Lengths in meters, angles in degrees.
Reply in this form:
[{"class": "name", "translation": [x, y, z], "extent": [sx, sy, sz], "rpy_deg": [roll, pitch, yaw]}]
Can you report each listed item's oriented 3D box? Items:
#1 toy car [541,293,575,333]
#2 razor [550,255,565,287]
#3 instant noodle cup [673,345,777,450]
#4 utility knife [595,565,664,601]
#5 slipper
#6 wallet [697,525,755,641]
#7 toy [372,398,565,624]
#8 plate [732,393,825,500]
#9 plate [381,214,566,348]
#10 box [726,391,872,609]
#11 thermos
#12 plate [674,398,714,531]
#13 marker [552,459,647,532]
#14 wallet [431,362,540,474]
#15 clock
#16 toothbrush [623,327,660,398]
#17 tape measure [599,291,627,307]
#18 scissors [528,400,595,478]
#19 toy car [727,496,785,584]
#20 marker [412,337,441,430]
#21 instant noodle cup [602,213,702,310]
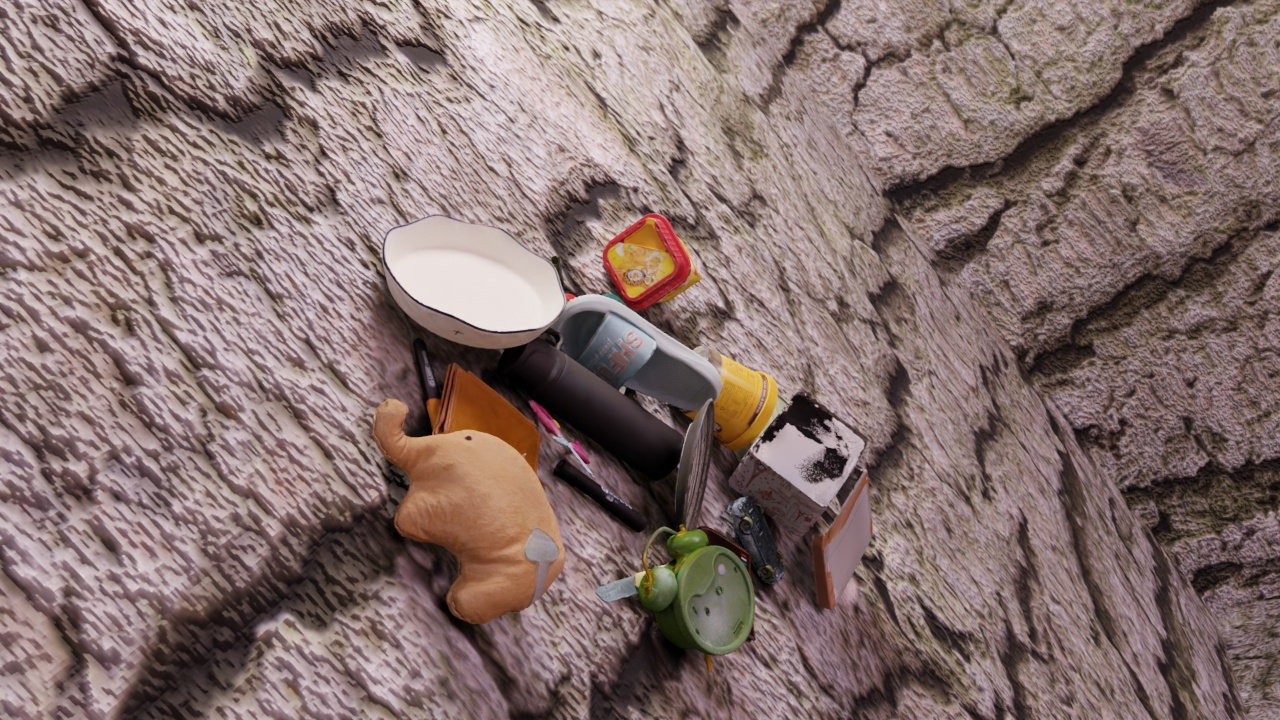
[{"class": "toy car", "translation": [-0.109, -0.061, 1.157], "extent": [0.106, 0.031, 0.049], "rpy_deg": [-6, 63, -53]}, {"class": "razor", "translation": [-0.138, -0.102, 1.158], "extent": [0.132, 0.028, 0.043], "rpy_deg": [-32, 117, -62]}, {"class": "instant noodle cup", "translation": [0.109, 0.047, 1.271], "extent": [0.114, 0.119, 0.118], "rpy_deg": [32, 37, -21]}, {"class": "utility knife", "translation": [0.027, 0.242, 1.039], "extent": [0.207, 0.021, 0.031], "rpy_deg": [-1, 61, -51]}, {"class": "slipper", "translation": [-0.007, 0.007, 1.139], "extent": [0.245, 0.104, 0.074], "rpy_deg": [28, 43, -21]}, {"class": "wallet", "translation": [0.105, 0.274, 1.128], "extent": [0.096, 0.020, 0.122], "rpy_deg": [34, 38, -30]}, {"class": "toy", "translation": [-0.158, 0.127, 0.846], "extent": [0.143, 0.083, 0.226], "rpy_deg": [-31, 86, -46]}, {"class": "plate", "translation": [0.209, 0.127, 1.408], "extent": [0.230, 0.028, 0.229], "rpy_deg": [35, 35, -29]}, {"class": "plate", "translation": [-0.184, -0.084, 1.004], "extent": [0.204, 0.046, 0.204], "rpy_deg": [18, 34, -13]}, {"class": "box", "translation": [0.252, 0.189, 1.281], "extent": [0.271, 0.133, 0.178], "rpy_deg": [57, 44, -9]}, {"class": "thermos", "translation": [-0.051, 0.045, 1.083], "extent": [0.242, 0.069, 0.089], "rpy_deg": [38, 53, -26]}, {"class": "plate", "translation": [0.063, 0.133, 1.113], "extent": [0.179, 0.024, 0.179], "rpy_deg": [10, 89, -78]}, {"class": "marker", "translation": [-0.044, 0.155, 1.038], "extent": [0.132, 0.022, 0.020], "rpy_deg": [39, 27, -25]}, {"class": "wallet", "translation": [-0.153, 0.070, 0.946], "extent": [0.130, 0.035, 0.118], "rpy_deg": [45, 27, -35]}, {"class": "clock", "translation": [0.059, 0.254, 1.014], "extent": [0.161, 0.056, 0.115], "rpy_deg": [54, 47, -15]}, {"class": "toothbrush", "translation": [-0.005, 0.023, 1.220], "extent": [0.027, 0.026, 0.212], "rpy_deg": [45, 35, -17]}, {"class": "tape measure", "translation": [-0.037, -0.067, 1.265], "extent": [0.058, 0.025, 0.054], "rpy_deg": [46, 33, -15]}, {"class": "scissors", "translation": [-0.081, 0.092, 1.011], "extent": [0.133, 0.017, 0.131], "rpy_deg": [44, -4, 42]}, {"class": "toy car", "translation": [0.154, 0.238, 1.213], "extent": [0.120, 0.037, 0.054], "rpy_deg": [63, 30, -4]}, {"class": "marker", "translation": [-0.213, 0.030, 0.936], "extent": [0.018, 0.015, 0.123], "rpy_deg": [12, 50, -51]}, {"class": "instant noodle cup", "translation": [0.025, -0.139, 1.349], "extent": [0.116, 0.116, 0.123], "rpy_deg": [62, 20, 14]}]
